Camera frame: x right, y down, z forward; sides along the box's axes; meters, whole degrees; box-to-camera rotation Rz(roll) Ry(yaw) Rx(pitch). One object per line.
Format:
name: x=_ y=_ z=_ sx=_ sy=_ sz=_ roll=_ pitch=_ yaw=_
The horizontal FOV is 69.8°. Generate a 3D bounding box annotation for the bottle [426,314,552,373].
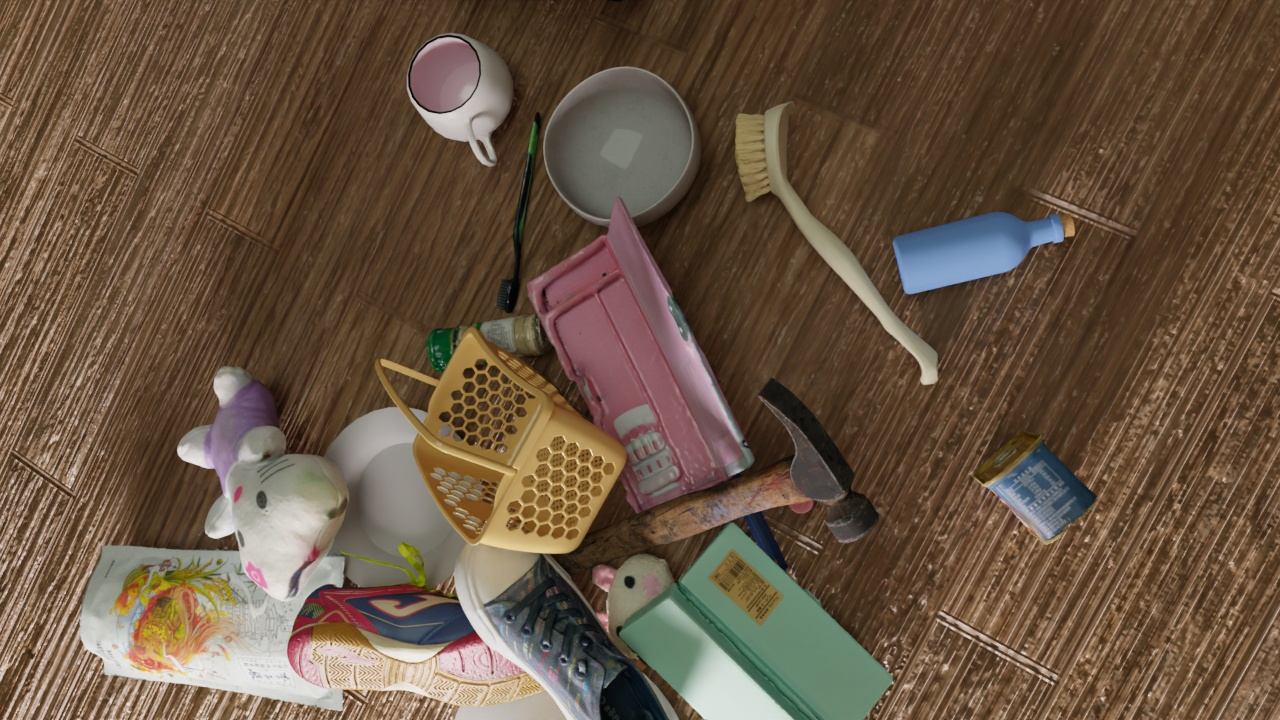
bottle: x=-0.136 y=-0.016 z=0.828 sx=0.110 sy=0.042 sz=0.042 roll=-9 pitch=83 yaw=14

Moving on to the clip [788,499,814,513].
clip: x=0.138 y=0.097 z=0.760 sx=0.023 sy=0.041 sz=0.059 roll=14 pitch=100 yaw=19

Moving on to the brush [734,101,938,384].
brush: x=0.159 y=-0.094 z=0.750 sx=0.077 sy=0.061 sz=0.272 roll=-37 pitch=81 yaw=27

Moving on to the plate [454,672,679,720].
plate: x=-0.068 y=0.360 z=0.787 sx=0.230 sy=0.030 sz=0.229 roll=-1 pitch=86 yaw=16

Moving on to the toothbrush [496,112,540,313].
toothbrush: x=-0.111 y=-0.137 z=0.845 sx=0.017 sy=0.014 sz=0.188 roll=8 pitch=88 yaw=24

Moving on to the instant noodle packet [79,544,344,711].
instant noodle packet: x=-0.406 y=0.251 z=0.877 sx=0.269 sy=0.057 sz=0.147 roll=1 pitch=94 yaw=15

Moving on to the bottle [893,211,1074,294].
bottle: x=0.268 y=-0.090 z=0.717 sx=0.131 sy=0.048 sz=0.048 roll=-13 pitch=82 yaw=14

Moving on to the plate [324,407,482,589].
plate: x=-0.222 y=0.130 z=0.853 sx=0.173 sy=0.019 sz=0.172 roll=-1 pitch=86 yaw=16

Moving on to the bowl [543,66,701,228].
bowl: x=-0.011 y=-0.178 z=0.793 sx=0.132 sy=0.064 sz=0.131 roll=-1 pitch=86 yaw=16

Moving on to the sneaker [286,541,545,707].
sneaker: x=-0.173 y=0.226 z=0.791 sx=0.242 sy=0.091 sz=0.116 roll=5 pitch=118 yaw=-4

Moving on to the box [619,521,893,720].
box: x=0.092 y=0.237 z=0.725 sx=0.187 sy=0.056 sz=0.138 roll=43 pitch=102 yaw=-3

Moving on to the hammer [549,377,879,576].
hammer: x=0.013 y=0.119 z=0.707 sx=0.331 sy=0.033 sz=0.120 roll=-28 pitch=99 yaw=39

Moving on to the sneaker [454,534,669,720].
sneaker: x=-0.050 y=0.224 z=0.719 sx=0.235 sy=0.087 sz=0.079 roll=51 pitch=144 yaw=1

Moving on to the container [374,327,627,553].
container: x=-0.125 y=0.059 z=0.726 sx=0.129 sy=0.167 sz=0.183 roll=-61 pitch=34 yaw=4

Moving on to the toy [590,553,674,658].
toy: x=0.004 y=0.207 z=0.772 sx=0.112 sy=0.050 sz=0.087 roll=11 pitch=89 yaw=22

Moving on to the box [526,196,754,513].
box: x=0.008 y=0.000 z=0.754 sx=0.173 sy=0.075 sz=0.233 roll=-35 pitch=77 yaw=48

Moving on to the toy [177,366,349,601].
toy: x=-0.342 y=0.113 z=0.840 sx=0.209 sy=0.085 sz=0.138 roll=45 pitch=108 yaw=29

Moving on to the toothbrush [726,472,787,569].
toothbrush: x=0.074 y=0.091 z=0.774 sx=0.016 sy=0.017 sz=0.190 roll=-29 pitch=79 yaw=15

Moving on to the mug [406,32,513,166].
mug: x=-0.155 y=-0.231 z=0.832 sx=0.090 sy=0.076 sz=0.124 roll=-22 pitch=80 yaw=13

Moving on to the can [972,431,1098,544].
can: x=0.288 y=0.091 z=0.673 sx=0.054 sy=0.099 sz=0.059 roll=-44 pitch=79 yaw=9
